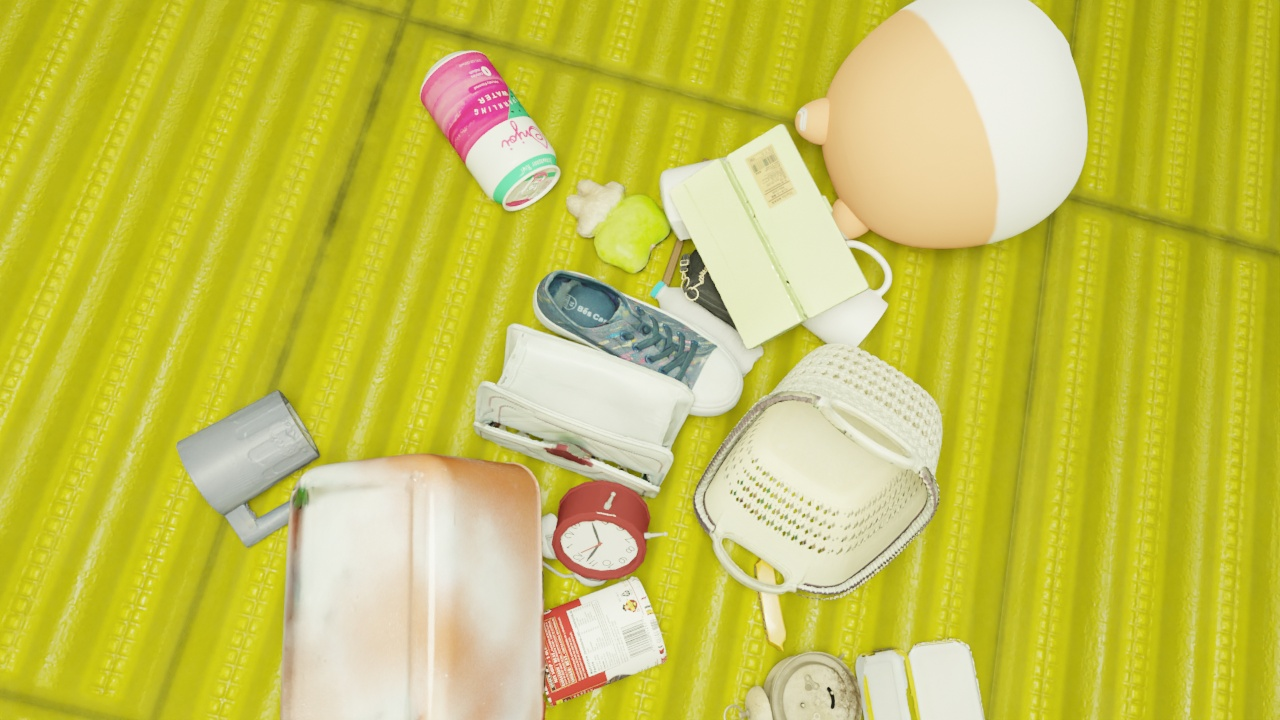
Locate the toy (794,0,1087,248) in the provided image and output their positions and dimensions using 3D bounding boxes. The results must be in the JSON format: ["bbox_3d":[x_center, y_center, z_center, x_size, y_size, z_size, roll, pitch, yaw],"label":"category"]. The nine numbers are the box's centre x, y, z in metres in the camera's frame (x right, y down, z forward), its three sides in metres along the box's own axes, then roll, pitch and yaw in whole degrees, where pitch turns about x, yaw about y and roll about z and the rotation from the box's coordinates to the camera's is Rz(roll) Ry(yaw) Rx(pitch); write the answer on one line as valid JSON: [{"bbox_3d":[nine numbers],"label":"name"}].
[{"bbox_3d":[0.316,-0.245,0.969,0.281,0.265,0.263,-21,111,7],"label":"toy"}]

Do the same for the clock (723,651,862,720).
[{"bbox_3d":[0.146,0.337,0.899,0.140,0.055,0.093,-6,76,-15],"label":"clock"}]

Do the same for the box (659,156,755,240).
[{"bbox_3d":[0.104,-0.172,0.972,0.166,0.084,0.094,-12,58,16],"label":"box"}]

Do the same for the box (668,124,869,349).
[{"bbox_3d":[0.125,-0.122,0.905,0.139,0.030,0.187,-27,82,21],"label":"box"}]

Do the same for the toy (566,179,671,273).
[{"bbox_3d":[-0.029,-0.154,1.014,0.118,0.043,0.092,35,77,6],"label":"toy"}]

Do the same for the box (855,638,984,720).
[{"bbox_3d":[0.286,0.389,0.908,0.128,0.046,0.209,-5,75,-8],"label":"box"}]

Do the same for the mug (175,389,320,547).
[{"bbox_3d":[-0.370,0.105,0.898,0.104,0.084,0.124,-31,105,-15],"label":"mug"}]

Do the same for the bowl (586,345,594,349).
[{"bbox_3d":[-0.006,0.006,0.970,0.114,0.051,0.114,1,75,-6],"label":"bowl"}]

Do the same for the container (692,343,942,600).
[{"bbox_3d":[0.170,0.103,0.867,0.185,0.252,0.142,32,46,4],"label":"container"}]

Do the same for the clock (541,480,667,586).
[{"bbox_3d":[-0.045,0.172,0.893,0.096,0.138,0.048,40,29,-20],"label":"clock"}]

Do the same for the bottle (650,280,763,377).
[{"bbox_3d":[0.069,-0.037,0.992,0.136,0.044,0.044,39,75,5],"label":"bottle"}]

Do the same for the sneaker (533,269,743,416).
[{"bbox_3d":[0.001,-0.027,0.910,0.235,0.079,0.087,30,75,2],"label":"sneaker"}]

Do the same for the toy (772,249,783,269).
[{"bbox_3d":[0.114,-0.133,1.021,0.105,0.053,0.108,-11,70,4],"label":"toy"}]

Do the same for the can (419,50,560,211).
[{"bbox_3d":[-0.164,-0.251,1.000,0.088,0.088,0.166,-33,81,-13],"label":"can"}]

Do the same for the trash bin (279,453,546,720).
[{"bbox_3d":[-0.201,0.213,0.806,0.182,0.157,0.259,-8,75,25],"label":"trash bin"}]

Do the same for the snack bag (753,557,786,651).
[{"bbox_3d":[0.131,0.246,0.935,0.020,0.026,0.099,-9,78,-2],"label":"snack bag"}]

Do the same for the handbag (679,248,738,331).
[{"bbox_3d":[0.093,-0.067,0.972,0.128,0.054,0.078,34,41,-9],"label":"handbag"}]

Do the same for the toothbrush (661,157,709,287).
[{"bbox_3d":[0.054,-0.156,1.036,0.016,0.016,0.166,19,74,0],"label":"toothbrush"}]

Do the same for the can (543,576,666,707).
[{"bbox_3d":[-0.044,0.268,0.879,0.116,0.087,0.086,-19,78,-10],"label":"can"}]

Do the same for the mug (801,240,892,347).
[{"bbox_3d":[0.220,-0.074,0.994,0.090,0.073,0.110,38,98,4],"label":"mug"}]

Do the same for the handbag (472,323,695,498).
[{"bbox_3d":[-0.060,0.061,0.904,0.198,0.142,0.096,19,58,0],"label":"handbag"}]
